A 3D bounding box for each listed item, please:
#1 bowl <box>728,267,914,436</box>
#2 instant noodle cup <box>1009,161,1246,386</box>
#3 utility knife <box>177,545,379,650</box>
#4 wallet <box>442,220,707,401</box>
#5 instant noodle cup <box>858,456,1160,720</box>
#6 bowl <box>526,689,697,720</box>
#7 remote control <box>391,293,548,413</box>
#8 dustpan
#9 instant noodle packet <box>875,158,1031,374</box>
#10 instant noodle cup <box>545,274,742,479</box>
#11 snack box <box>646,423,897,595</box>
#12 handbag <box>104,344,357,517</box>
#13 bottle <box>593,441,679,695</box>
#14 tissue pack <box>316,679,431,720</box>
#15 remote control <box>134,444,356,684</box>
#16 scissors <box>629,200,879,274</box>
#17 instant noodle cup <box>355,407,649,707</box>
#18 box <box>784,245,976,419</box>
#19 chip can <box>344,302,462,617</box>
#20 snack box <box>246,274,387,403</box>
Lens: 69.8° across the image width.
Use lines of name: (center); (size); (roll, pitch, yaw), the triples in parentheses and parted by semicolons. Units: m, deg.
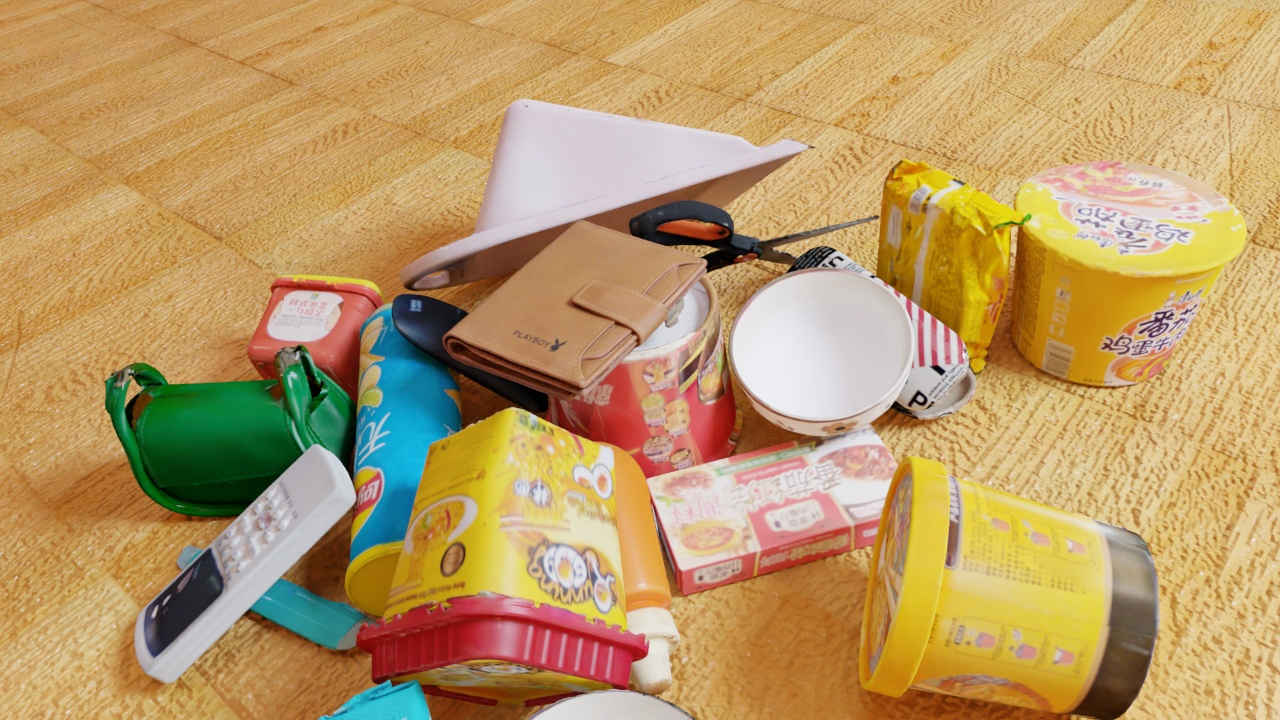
bowl: (0.117, 0.002, 0.591); (0.113, 0.062, 0.113); (-7, 59, 11)
instant noodle cup: (0.322, -0.056, 0.634); (0.138, 0.110, 0.137); (-4, 41, 3)
utility knife: (-0.222, 0.140, 0.550); (0.166, 0.013, 0.029); (15, 42, 26)
wallet: (-0.036, -0.032, 0.545); (0.108, 0.031, 0.131); (20, 49, 30)
instant noodle cup: (0.177, 0.116, 0.455); (0.114, 0.119, 0.118); (11, 43, 9)
bowl: (-0.013, 0.213, 0.400); (0.116, 0.066, 0.116); (-3, 41, 2)
remote control: (-0.108, -0.007, 0.624); (0.024, 0.136, 0.053); (-39, 41, 22)
dustpan: (-0.037, -0.099, 0.710); (0.273, 0.138, 0.223); (10, -4, -8)
instant noodle packet: (0.213, -0.069, 0.648); (0.044, 0.129, 0.111); (-23, 43, -25)
instant noodle cup: (-0.004, 0.004, 0.606); (0.138, 0.109, 0.137); (-4, 41, 3)
snack box: (0.086, 0.088, 0.561); (0.153, 0.025, 0.075); (-13, 41, -8)
handbag: (-0.254, 0.042, 0.585); (0.131, 0.120, 0.067); (-2, 47, 1)
bottle: (-0.013, 0.117, 0.518); (0.066, 0.067, 0.149); (-14, 49, -9)
tissue pack: (-0.100, 0.214, 0.388); (0.050, 0.093, 0.133); (-15, 41, -15)
remote control: (-0.228, 0.114, 0.527); (0.150, 0.021, 0.058); (-45, 39, -6)
scissors: (0.058, -0.077, 0.683); (0.221, 0.233, 0.021); (-17, 76, 33)
instant noodle cup: (-0.065, 0.100, 0.462); (0.116, 0.116, 0.123); (-24, 52, 37)
box: (0.166, -0.013, 0.659); (0.075, 0.082, 0.163); (-51, 51, 5)
chip can: (-0.146, 0.054, 0.583); (0.071, 0.071, 0.210); (-10, 45, -5)
snack box: (-0.236, -0.015, 0.681); (0.091, 0.082, 0.079); (6, 52, 16)
